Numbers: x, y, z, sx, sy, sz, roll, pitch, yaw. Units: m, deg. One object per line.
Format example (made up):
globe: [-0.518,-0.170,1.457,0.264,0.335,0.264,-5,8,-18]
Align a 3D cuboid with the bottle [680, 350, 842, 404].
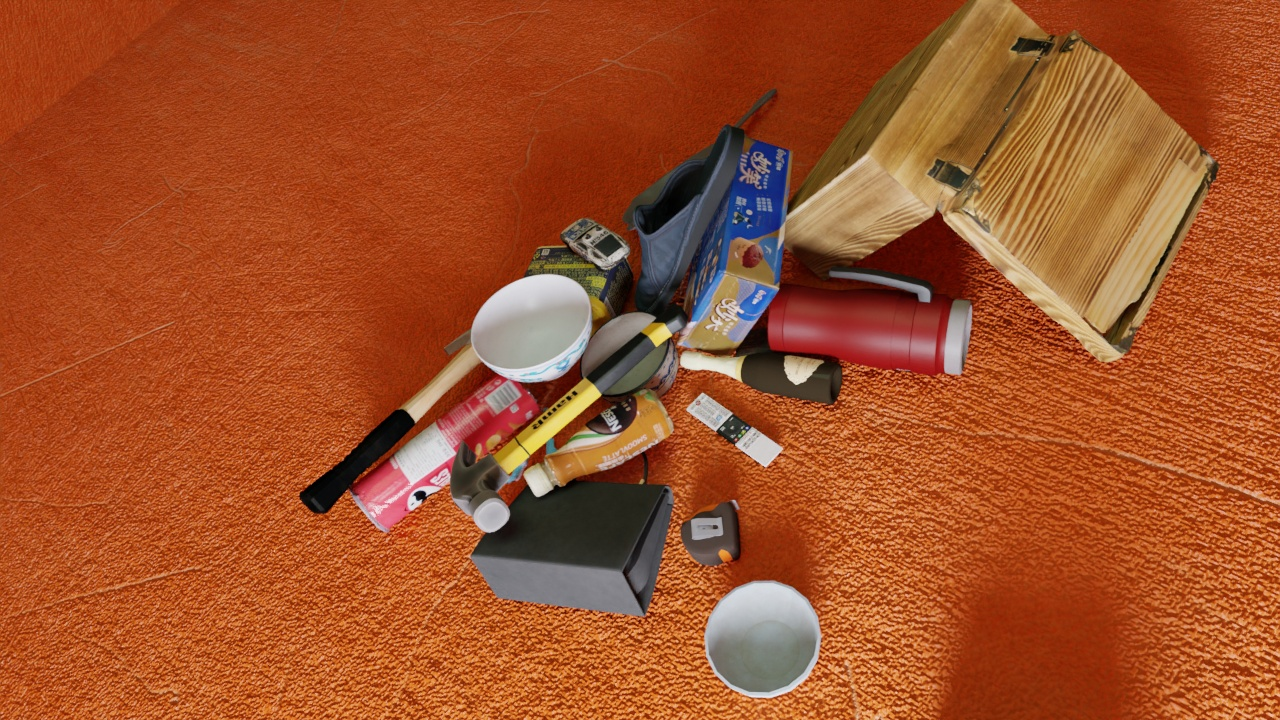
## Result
bottle: [0.129,0.011,1.019,0.185,0.045,0.045,10,59,29]

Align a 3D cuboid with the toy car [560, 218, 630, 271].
toy car: [-0.059,-0.149,1.134,0.048,0.040,0.113,-39,45,-16]

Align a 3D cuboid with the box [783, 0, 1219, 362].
box: [0.389,-0.181,1.008,0.336,0.287,0.278,40,70,-4]

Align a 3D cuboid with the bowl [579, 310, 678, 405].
bowl: [-0.006,0.006,1.069,0.116,0.059,0.115,-16,51,21]

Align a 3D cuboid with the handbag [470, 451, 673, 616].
handbag: [-0.052,0.160,0.977,0.176,0.072,0.195,-1,41,27]

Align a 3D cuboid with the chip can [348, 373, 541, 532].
chip can: [-0.229,0.103,1.089,0.232,0.073,0.073,-38,49,-8]

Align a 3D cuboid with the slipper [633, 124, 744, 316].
slipper: [0.031,-0.163,1.068,0.083,0.266,0.108,19,39,-9]

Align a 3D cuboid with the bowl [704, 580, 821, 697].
bowl: [0.115,0.259,0.839,0.106,0.039,0.106,-12,51,15]

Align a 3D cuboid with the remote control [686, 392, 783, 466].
remote control: [0.102,0.076,1.003,0.028,0.012,0.124,-44,50,-13]

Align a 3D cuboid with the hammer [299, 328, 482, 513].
hammer: [-0.270,0.058,1.098,0.131,0.039,0.327,-9,32,52]

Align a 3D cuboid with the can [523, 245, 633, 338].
can: [-0.086,-0.088,1.172,0.135,0.075,0.104,2,53,25]

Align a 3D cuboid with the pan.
pan: [0.097,-0.270,1.233,0.217,0.024,0.353,-11,32,52]

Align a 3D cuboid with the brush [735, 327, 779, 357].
brush: [0.183,-0.028,1.048,0.151,0.012,0.038,-9,51,17]

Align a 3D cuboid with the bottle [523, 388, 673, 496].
bottle: [-0.047,0.093,0.992,0.167,0.059,0.059,-30,48,-7]

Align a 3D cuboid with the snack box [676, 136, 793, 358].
snack box: [0.108,-0.128,1.055,0.069,0.155,0.202,16,57,-8]

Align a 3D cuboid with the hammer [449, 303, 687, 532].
hammer: [-0.076,0.046,1.000,0.324,0.034,0.170,-40,26,-8]

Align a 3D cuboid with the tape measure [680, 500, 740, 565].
tape measure: [0.070,0.174,0.925,0.059,0.038,0.058,-12,51,15]

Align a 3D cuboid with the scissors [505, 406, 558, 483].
scissors: [-0.103,0.092,1.059,0.095,0.015,0.142,-1,42,30]

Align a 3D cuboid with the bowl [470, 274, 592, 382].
bowl: [-0.117,-0.023,1.075,0.144,0.074,0.143,-9,50,11]

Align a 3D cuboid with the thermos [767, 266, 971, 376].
thermos: [0.240,-0.046,0.966,0.199,0.108,0.083,8,32,24]
